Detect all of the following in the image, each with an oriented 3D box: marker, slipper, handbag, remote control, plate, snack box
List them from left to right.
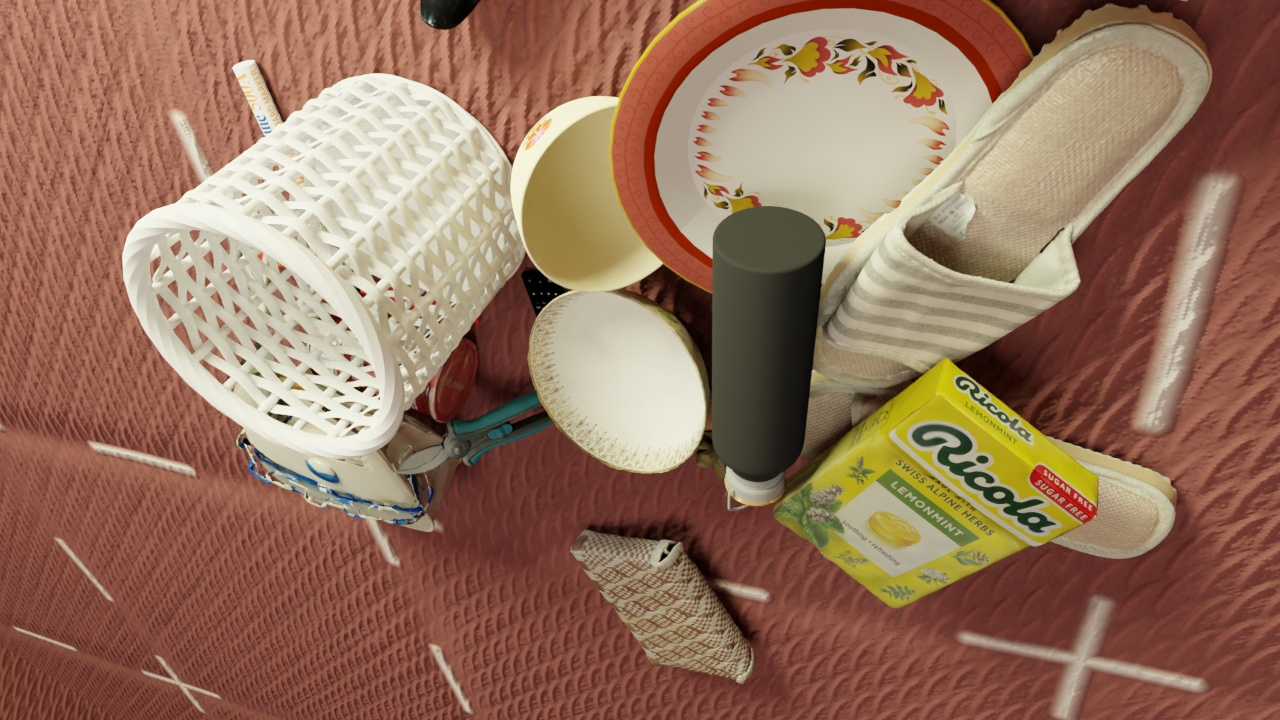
[{"bbox_3d":[-0.266,-0.152,0.690,0.017,0.017,0.146,6,131,23],"label":"marker"},{"bbox_3d":[-0.269,0.077,0.811,0.201,0.092,0.200,10,151,22],"label":"handbag"},{"bbox_3d":[-0.205,0.000,0.760,0.121,0.072,0.072,18,135,14],"label":"snack box"},{"bbox_3d":[-0.058,-0.011,0.718,0.030,0.009,0.140,3,131,25],"label":"remote control"},{"bbox_3d":[0.026,0.232,0.874,0.124,0.046,0.186,-4,127,40],"label":"handbag"},{"bbox_3d":[0.098,-0.113,0.504,0.230,0.021,0.230,3,140,3],"label":"plate"},{"bbox_3d":[0.178,0.091,0.592,0.121,0.045,0.181,38,136,-4],"label":"snack box"},{"bbox_3d":[0.223,0.077,0.624,0.263,0.052,0.115,18,137,11],"label":"slipper"},{"bbox_3d":[0.184,-0.064,0.497,0.114,0.054,0.274,15,138,-18],"label":"slipper"}]

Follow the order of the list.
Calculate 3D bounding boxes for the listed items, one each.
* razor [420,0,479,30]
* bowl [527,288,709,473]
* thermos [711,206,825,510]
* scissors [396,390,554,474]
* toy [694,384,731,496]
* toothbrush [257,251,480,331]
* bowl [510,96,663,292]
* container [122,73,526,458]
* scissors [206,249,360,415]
[{"bbox_3d":[-0.083,-0.235,0.493,0.064,0.052,0.141,39,138,1],"label":"razor"},{"bbox_3d":[-0.004,0.004,0.656,0.145,0.063,0.145,17,127,24],"label":"bowl"},{"bbox_3d":[0.075,0.017,0.575,0.061,0.061,0.232,13,136,17],"label":"thermos"},{"bbox_3d":[-0.129,0.055,0.752,0.136,0.019,0.139,12,116,-26],"label":"scissors"},{"bbox_3d":[0.060,0.051,0.685,0.076,0.062,0.100,-9,109,59],"label":"toy"},{"bbox_3d":[-0.231,-0.058,0.757,0.212,0.017,0.012,17,135,13],"label":"toothbrush"},{"bbox_3d":[-0.031,-0.111,0.559,0.074,0.117,0.118,50,157,46],"label":"bowl"},{"bbox_3d":[-0.196,-0.065,0.611,0.189,0.186,0.190,15,135,15],"label":"container"},{"bbox_3d":[-0.294,-0.038,0.743,0.157,0.171,0.012,59,-179,21],"label":"scissors"}]
